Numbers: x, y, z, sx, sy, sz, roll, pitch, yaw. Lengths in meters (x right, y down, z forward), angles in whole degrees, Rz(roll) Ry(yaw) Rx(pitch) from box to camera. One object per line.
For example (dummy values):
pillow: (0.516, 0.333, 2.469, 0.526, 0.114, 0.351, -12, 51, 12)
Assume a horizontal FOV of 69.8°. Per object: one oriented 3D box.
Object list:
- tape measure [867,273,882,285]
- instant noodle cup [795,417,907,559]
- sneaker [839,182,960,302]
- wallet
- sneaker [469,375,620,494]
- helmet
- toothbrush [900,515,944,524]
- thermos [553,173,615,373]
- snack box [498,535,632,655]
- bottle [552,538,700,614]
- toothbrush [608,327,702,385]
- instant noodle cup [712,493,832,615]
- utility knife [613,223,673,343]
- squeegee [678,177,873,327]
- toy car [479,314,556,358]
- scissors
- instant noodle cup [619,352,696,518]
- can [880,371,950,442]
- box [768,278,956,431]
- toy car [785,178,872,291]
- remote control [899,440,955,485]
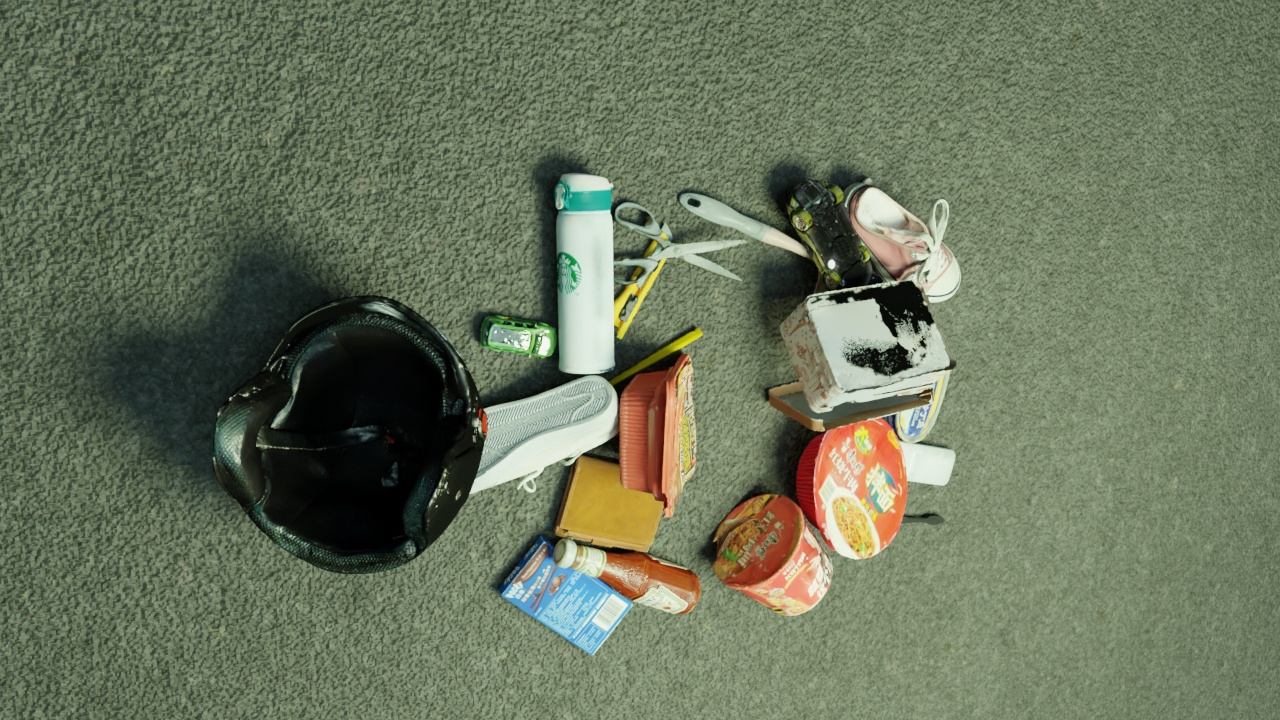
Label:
tape measure: (0.286, -0.099, 1.192, 0.057, 0.058, 0.039, 9, 93, -66)
instant noodle cup: (0.272, 0.163, 1.220, 0.193, 0.066, 0.193, 3, 85, -39)
sneaker: (0.351, -0.143, 1.182, 0.241, 0.088, 0.118, 34, 89, -34)
wallet: (-0.036, 0.187, 1.145, 0.130, 0.035, 0.119, 16, 96, -22)
sneaker: (-0.133, 0.098, 1.069, 0.242, 0.089, 0.091, -23, 147, -1)
helmet: (-0.272, 0.074, 0.926, 0.233, 0.230, 0.274, 15, 90, 1)
toothbrush: (0.356, 0.229, 1.321, 0.188, 0.017, 0.014, 4, 89, -19)
thermos: (-0.065, -0.100, 1.050, 0.073, 0.073, 0.224, -5, 103, -20)
snack box: (-0.093, 0.296, 1.152, 0.157, 0.026, 0.084, 41, 85, -24)
bottle: (-0.016, 0.267, 1.149, 0.206, 0.060, 0.060, 25, 92, -30)
toothbrush: (-0.007, 0.007, 1.126, 0.190, 0.016, 0.016, -29, 104, -13)
instant noodle cup: (0.179, 0.259, 1.196, 0.138, 0.138, 0.108, -48, 122, -5)
utility knife: (-0.004, -0.090, 1.105, 0.033, 0.015, 0.164, 29, 90, -26)
squeegee: (0.159, -0.155, 1.142, 0.249, 0.040, 0.248, 20, 94, -23)
toy car: (-0.139, -0.026, 1.058, 0.091, 0.036, 0.043, 7, 98, -26)
scissors: (0.036, -0.131, 1.093, 0.159, 0.014, 0.175, -40, 99, -4)
instant noodle cup: (0.021, 0.084, 1.085, 0.079, 0.188, 0.164, 2, 101, 8)
can: (0.376, 0.038, 1.262, 0.074, 0.049, 0.148, 12, 97, -23)
box: (0.268, 0.012, 1.163, 0.182, 0.181, 0.153, -9, 71, -21)
toy car: (0.233, -0.149, 1.131, 0.070, 0.042, 0.158, -38, 109, -20)
remote control: (0.388, 0.144, 1.307, 0.135, 0.020, 0.056, 10, 99, -23)
